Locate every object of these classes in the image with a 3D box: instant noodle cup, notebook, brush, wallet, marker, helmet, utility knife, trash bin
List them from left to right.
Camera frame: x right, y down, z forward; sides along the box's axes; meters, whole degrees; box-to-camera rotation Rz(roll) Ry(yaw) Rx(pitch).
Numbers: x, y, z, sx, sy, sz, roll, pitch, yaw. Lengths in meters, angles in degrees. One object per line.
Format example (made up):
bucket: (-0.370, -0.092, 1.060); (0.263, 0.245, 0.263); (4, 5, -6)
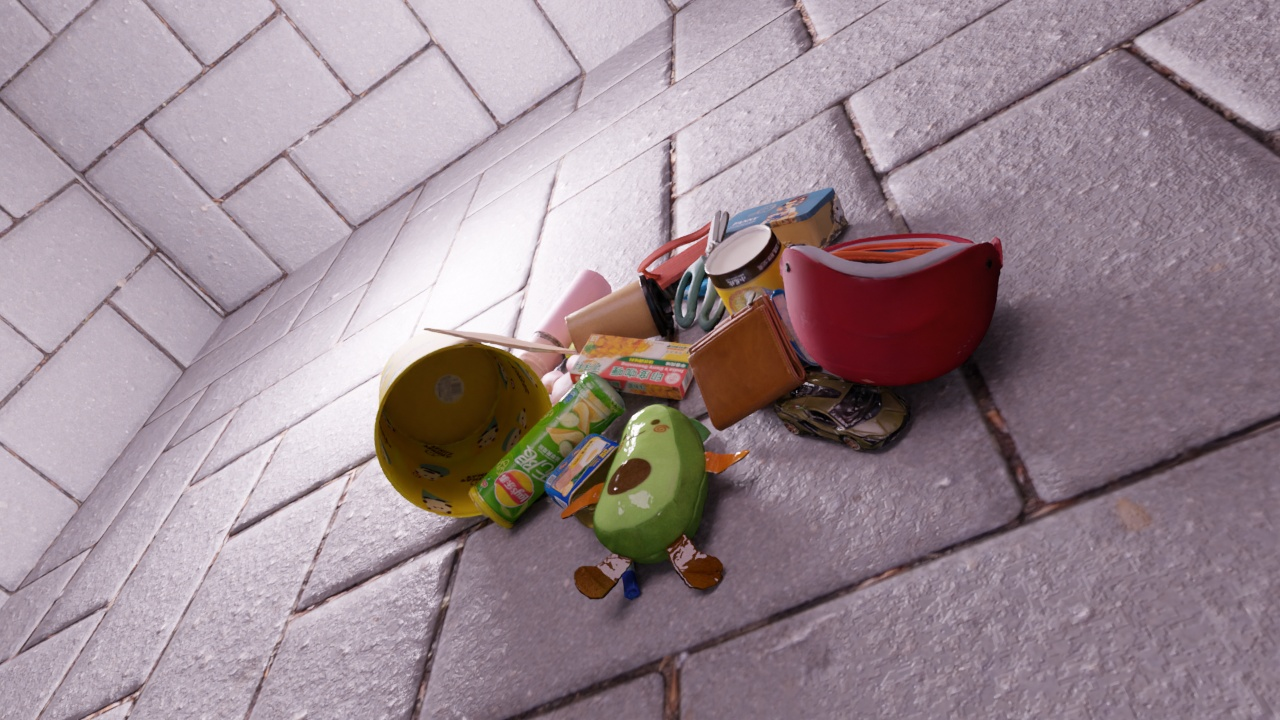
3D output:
trash bin: (-0.262, 0.068, 1.281); (0.229, 0.229, 0.255); (-42, 22, -8)
notebook: (-0.179, -0.025, 1.236); (0.148, 0.008, 0.207); (11, 2, 14)
marker: (-0.019, 0.201, 0.985); (0.017, 0.017, 0.145); (-34, 28, 9)
brush: (0.069, -0.151, 1.358); (0.146, 0.069, 0.063); (-31, 29, 14)
wallet: (0.107, -0.002, 0.994); (0.131, 0.035, 0.119); (-36, 65, 43)
utility knife: (0.149, -0.118, 1.264); (0.219, 0.018, 0.034); (-13, 21, 40)
instant noodle cup: (0.136, -0.012, 1.050); (0.110, 0.099, 0.099); (-32, 27, 29)
instant noodle cup: (0.147, -0.095, 1.128); (0.119, 0.114, 0.118); (-29, 28, 17)
helmet: (0.246, -0.052, 0.905); (0.207, 0.144, 0.239); (0, 11, 20)

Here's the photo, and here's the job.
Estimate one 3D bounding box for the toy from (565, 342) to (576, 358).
toy: (-0.069, -0.031, 1.378); (0.100, 0.031, 0.096); (-26, 11, 16)

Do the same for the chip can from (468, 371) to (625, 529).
chip can: (-0.114, 0.110, 1.151); (0.221, 0.072, 0.072); (-45, 27, 2)

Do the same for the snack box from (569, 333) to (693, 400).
snack box: (-0.007, 0.007, 1.193); (0.156, 0.027, 0.076); (7, 47, 23)

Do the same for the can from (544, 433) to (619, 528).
can: (-0.055, 0.139, 1.083); (0.102, 0.057, 0.083); (-46, 25, -15)

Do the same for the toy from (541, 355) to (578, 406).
toy: (-0.079, 0.027, 1.283); (0.121, 0.054, 0.159); (-35, 23, -15)

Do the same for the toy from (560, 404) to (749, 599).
toy: (0.012, 0.138, 0.965); (0.227, 0.090, 0.246); (-17, 37, 19)

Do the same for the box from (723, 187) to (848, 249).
box: (0.185, -0.178, 1.253); (0.185, 0.061, 0.089); (-6, 28, 43)

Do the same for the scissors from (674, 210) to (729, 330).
scissors: (0.101, -0.122, 1.244); (0.143, 0.019, 0.180); (33, 105, 56)

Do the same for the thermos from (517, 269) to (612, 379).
thermos: (-0.123, -0.051, 1.457); (0.198, 0.067, 0.087); (-58, 1, -29)

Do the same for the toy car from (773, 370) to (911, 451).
toy car: (0.201, 0.047, 0.927); (0.070, 0.042, 0.158); (-49, 31, -19)

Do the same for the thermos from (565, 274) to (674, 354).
thermos: (-0.028, -0.059, 1.288); (0.143, 0.093, 0.093); (-21, 30, 7)
